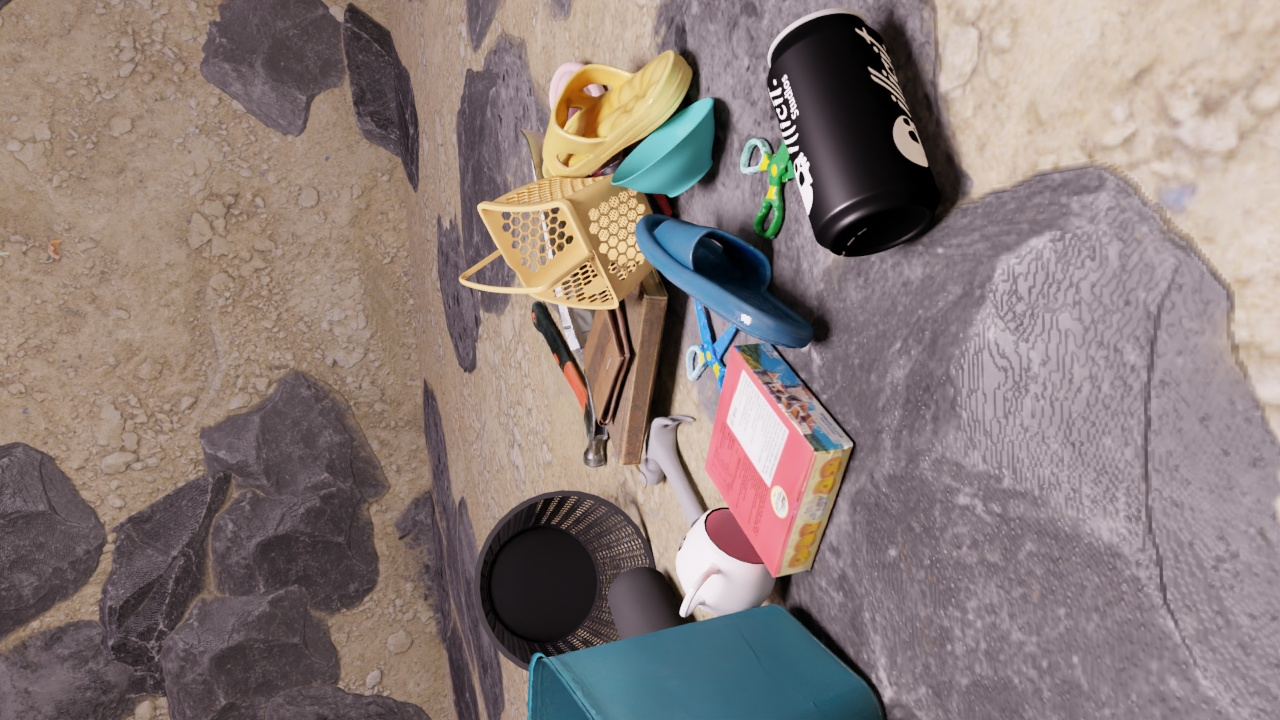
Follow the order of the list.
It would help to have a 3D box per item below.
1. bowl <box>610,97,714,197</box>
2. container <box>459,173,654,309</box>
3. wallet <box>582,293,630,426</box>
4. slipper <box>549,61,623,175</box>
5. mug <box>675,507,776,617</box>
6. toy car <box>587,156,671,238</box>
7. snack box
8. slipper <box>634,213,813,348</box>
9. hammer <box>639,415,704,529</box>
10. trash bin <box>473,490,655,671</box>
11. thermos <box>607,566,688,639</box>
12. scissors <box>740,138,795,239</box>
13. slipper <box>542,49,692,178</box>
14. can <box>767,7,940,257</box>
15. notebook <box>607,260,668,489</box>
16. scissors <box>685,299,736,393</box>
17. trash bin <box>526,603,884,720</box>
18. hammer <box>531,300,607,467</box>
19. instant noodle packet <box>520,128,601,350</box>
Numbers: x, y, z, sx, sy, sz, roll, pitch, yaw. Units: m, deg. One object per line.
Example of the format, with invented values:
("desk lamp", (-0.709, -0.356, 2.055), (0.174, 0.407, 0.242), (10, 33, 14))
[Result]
("bowl", (0.033, -0.189, 0.863), (0.046, 0.121, 0.121), (48, 169, -20))
("container", (-0.089, -0.113, 0.951), (0.184, 0.166, 0.129), (12, 134, 52))
("wallet", (-0.038, -0.002, 1.016), (0.121, 0.027, 0.098), (109, 155, -46))
("slipper", (-0.072, -0.293, 1.130), (0.221, 0.055, 0.107), (-119, 33, -42))
("mug", (0.068, 0.188, 0.806), (0.090, 0.123, 0.076), (33, 121, 21))
("toy car", (-0.031, -0.175, 1.029), (0.081, 0.056, 0.190), (57, 156, -14))
("snack box", (0.110, 0.082, 0.777), (0.145, 0.040, 0.143), (-122, 34, -48))
("slipper", (0.075, -0.076, 0.771), (0.213, 0.103, 0.059), (48, 118, 46))
("hammer", (0.069, 0.180, 0.925), (0.310, 0.029, 0.125), (-117, 29, -42))
("trash bin", (-0.114, 0.291, 1.198), (0.244, 0.216, 0.216), (133, 128, -71))
("thermos", (0.026, 0.319, 0.982), (0.218, 0.105, 0.106), (-121, 32, -57))
("scissors", (0.111, -0.163, 0.754), (0.130, 0.012, 0.116), (108, 148, -48))
("slipper", (-0.047, -0.265, 0.966), (0.264, 0.078, 0.099), (-9, 54, 57))
("can", (0.136, -0.147, 0.599), (0.080, 0.080, 0.146), (129, 131, -61))
("notebook", (-0.006, 0.004, 1.014), (0.190, 0.034, 0.216), (-111, 27, -58))
("scissors", (0.071, -0.003, 0.899), (0.130, 0.013, 0.125), (138, 122, -61))
("trash bin", (0.050, 0.311, 0.713), (0.199, 0.218, 0.197), (37, 131, 50))
("hammer", (-0.109, 0.006, 1.336), (0.333, 0.033, 0.133), (-125, 34, -53))
("instant noodle packet", (-0.089, -0.149, 1.142), (0.146, 0.057, 0.269), (-40, -62, -80))
